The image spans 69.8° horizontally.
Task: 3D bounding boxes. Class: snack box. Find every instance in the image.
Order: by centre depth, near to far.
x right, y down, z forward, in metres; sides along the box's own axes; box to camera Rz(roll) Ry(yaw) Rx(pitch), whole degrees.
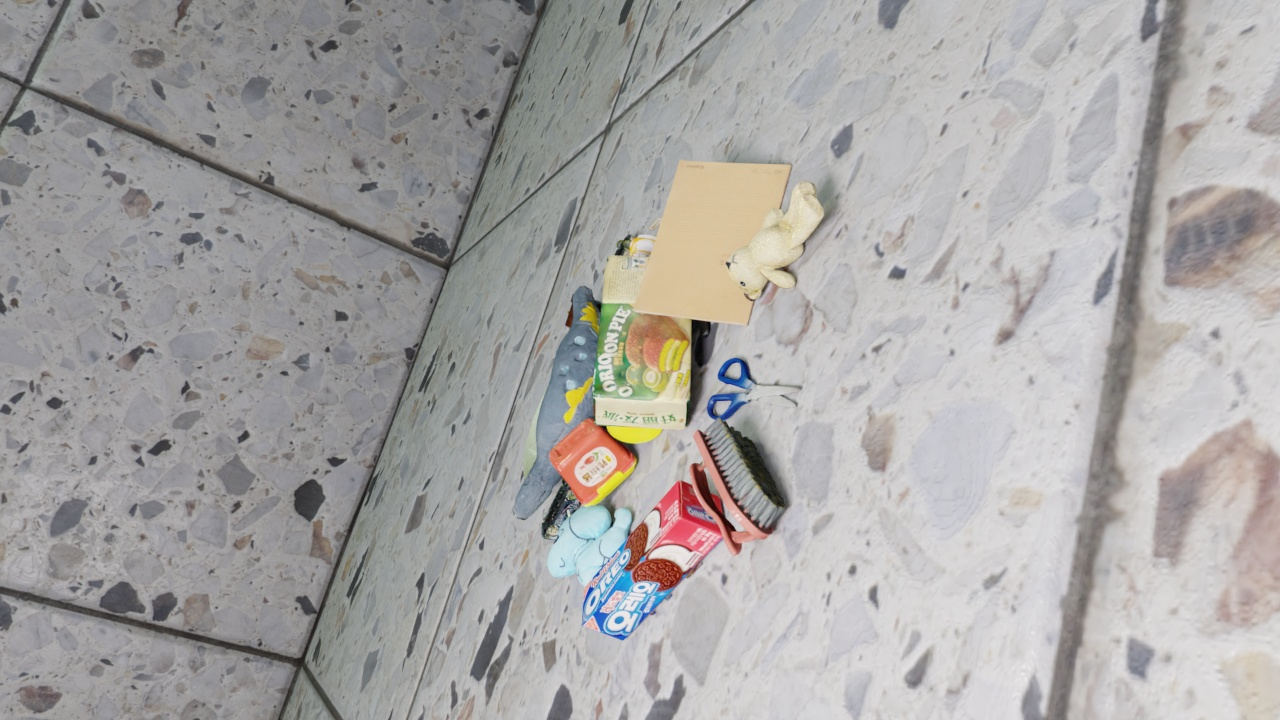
[{"bbox_3d":[0.010,0.218,0.979,0.208,0.058,0.057,-53,22,32],"label":"snack box"},{"bbox_3d":[0.006,-0.028,1.135,0.063,0.114,0.239,92,-179,-50],"label":"snack box"},{"bbox_3d":[-0.065,0.127,1.179,0.091,0.080,0.082,-42,21,-5],"label":"snack box"}]

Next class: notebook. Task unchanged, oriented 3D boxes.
[{"bbox_3d":[0.087,-0.147,1.107,0.150,0.012,0.211,9,73,29],"label":"notebook"}]

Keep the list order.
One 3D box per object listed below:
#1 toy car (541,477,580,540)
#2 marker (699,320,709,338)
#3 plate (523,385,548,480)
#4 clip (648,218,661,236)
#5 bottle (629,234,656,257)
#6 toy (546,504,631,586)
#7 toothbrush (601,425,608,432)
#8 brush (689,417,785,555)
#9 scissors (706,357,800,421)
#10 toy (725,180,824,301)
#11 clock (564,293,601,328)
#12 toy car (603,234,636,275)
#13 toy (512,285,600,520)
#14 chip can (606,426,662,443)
[{"bbox_3d":[-0.109,0.209,1.299,0.106,0.031,0.049,-61,22,13],"label":"toy car"},{"bbox_3d":[0.082,-0.079,1.164,0.018,0.015,0.123,-46,32,45],"label":"marker"},{"bbox_3d":[-0.125,0.097,1.456,0.231,0.027,0.229,-49,28,37],"label":"plate"},{"bbox_3d":[0.048,-0.191,1.330,0.100,0.034,0.070,-12,57,59],"label":"clip"},{"bbox_3d":[0.007,-0.123,1.319,0.063,0.063,0.108,4,80,68],"label":"bottle"},{"bbox_3d":[-0.068,0.230,1.161,0.162,0.050,0.156,-48,25,18],"label":"toy"},{"bbox_3d":[-0.052,0.088,1.276,0.188,0.016,0.017,15,74,59],"label":"toothbrush"},{"bbox_3d":[0.089,0.124,0.879,0.069,0.063,0.145,-48,28,14],"label":"brush"},{"bbox_3d":[0.122,0.024,0.971,0.174,0.012,0.126,-38,36,49],"label":"scissors"},{"bbox_3d":[0.146,-0.129,0.991,0.158,0.066,0.105,-51,43,50],"label":"toy"},{"bbox_3d":[-0.071,-0.065,1.417,0.055,0.082,0.122,-70,20,5],"label":"clock"},{"bbox_3d":[-0.029,-0.159,1.474,0.090,0.035,0.042,-67,23,-1],"label":"toy car"},{"bbox_3d":[-0.095,0.049,1.263,0.138,0.091,0.355,-12,57,55],"label":"toy"},{"bbox_3d":[-0.007,0.007,1.207,0.071,0.071,0.209,-50,27,37],"label":"chip can"}]
